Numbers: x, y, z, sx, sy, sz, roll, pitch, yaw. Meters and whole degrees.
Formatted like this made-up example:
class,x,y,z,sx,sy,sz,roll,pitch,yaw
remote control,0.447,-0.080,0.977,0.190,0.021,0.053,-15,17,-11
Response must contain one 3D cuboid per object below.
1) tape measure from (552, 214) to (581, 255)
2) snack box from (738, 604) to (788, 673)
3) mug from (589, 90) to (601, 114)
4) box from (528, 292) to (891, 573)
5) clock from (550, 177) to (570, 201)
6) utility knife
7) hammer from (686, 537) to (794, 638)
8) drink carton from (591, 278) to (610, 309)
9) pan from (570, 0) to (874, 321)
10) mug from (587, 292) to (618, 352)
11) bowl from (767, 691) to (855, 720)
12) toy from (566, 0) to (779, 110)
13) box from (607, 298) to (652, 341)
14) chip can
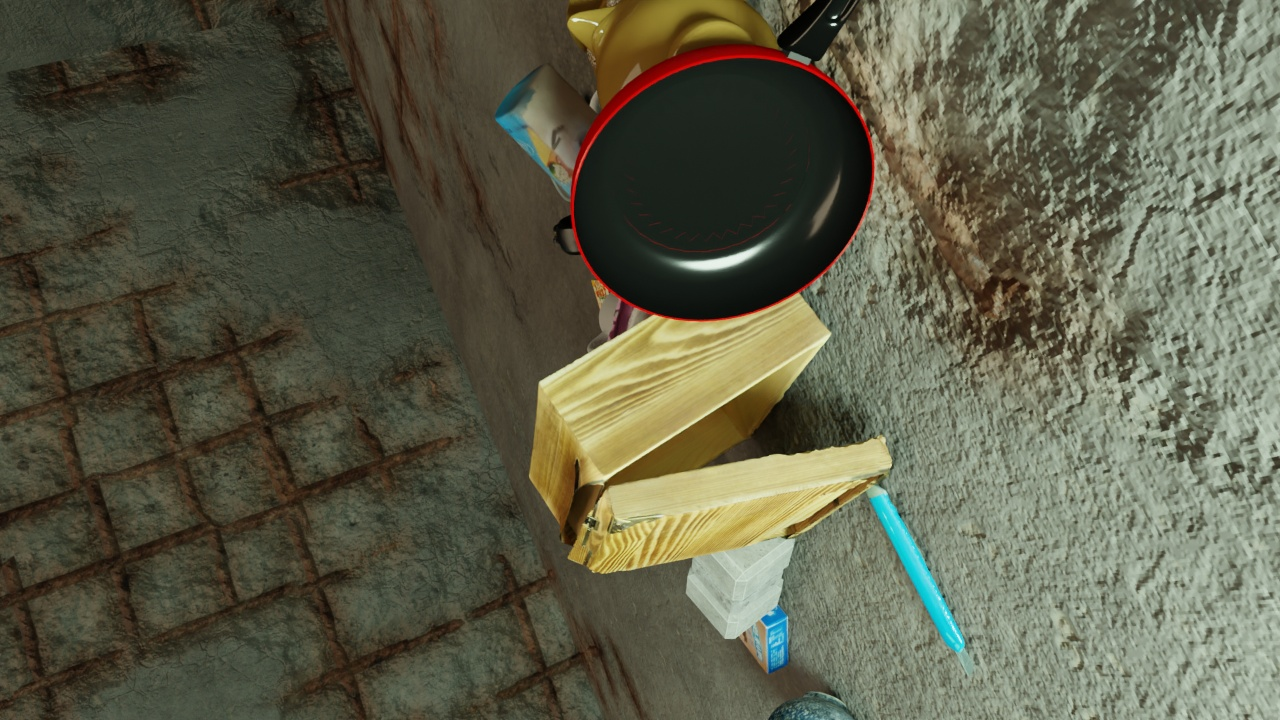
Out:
class,x,y,z,sx,sy,sz,roll,pitch,yaw
tape measure,-0.060,-0.146,1.036,0.072,0.071,0.042,28,131,56
snack box,0.130,0.303,1.139,0.151,0.034,0.087,46,150,50
mug,0.000,-0.262,0.873,0.091,0.073,0.110,178,98,-72
box,0.038,0.098,0.822,0.215,0.256,0.280,57,161,13
clock,-0.083,-0.263,1.139,0.122,0.045,0.159,69,164,2
utility knife,0.227,0.175,0.746,0.031,0.015,0.173,121,127,-71
hammer,0.036,0.156,1.075,0.317,0.082,0.163,45,154,30
drink carton,-0.022,-0.058,1.187,0.058,0.041,0.122,16,123,69
pan,0.084,-0.169,0.592,0.067,0.208,0.357,-102,32,-47
mug,-0.010,-0.033,1.073,0.089,0.107,0.071,28,151,53
bowl,0.193,0.395,0.988,0.114,0.060,0.115,17,144,13
toy,0.019,-0.240,0.708,0.199,0.162,0.203,-55,37,31
box,-0.005,0.008,0.985,0.088,0.095,0.202,21,124,9
chip can,-0.033,-0.172,0.872,0.229,0.080,0.080,43,176,-28
